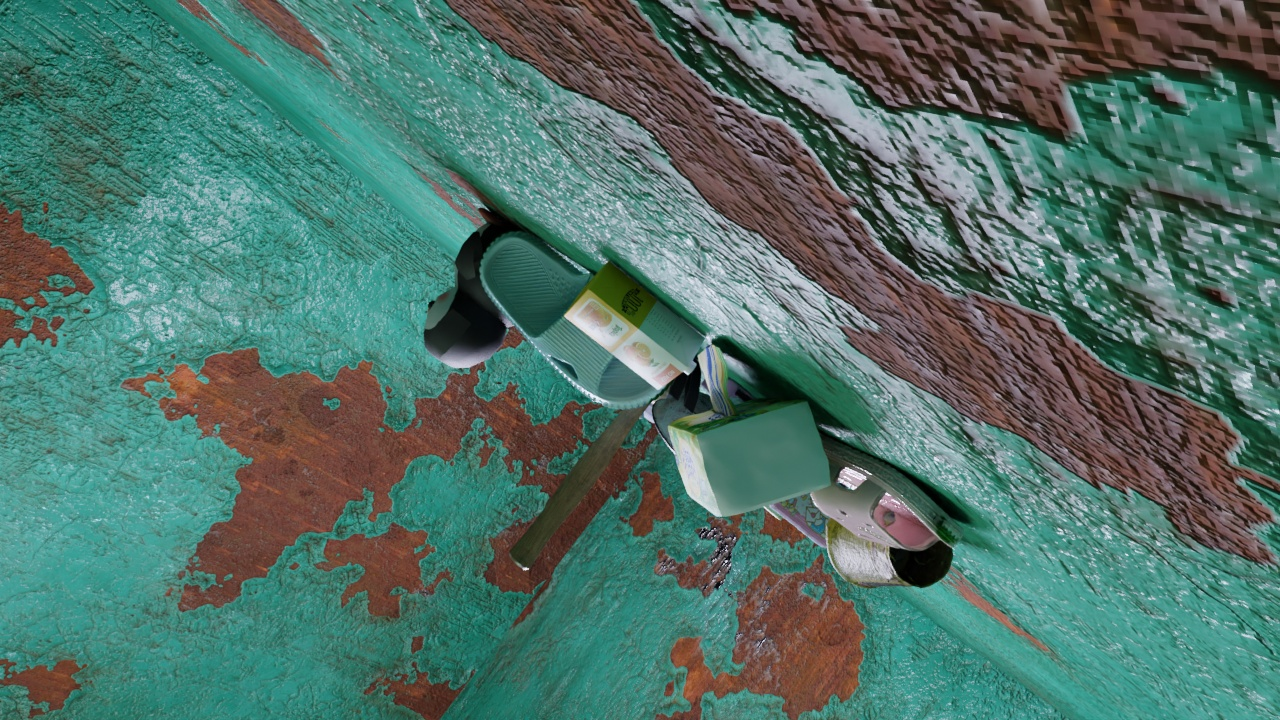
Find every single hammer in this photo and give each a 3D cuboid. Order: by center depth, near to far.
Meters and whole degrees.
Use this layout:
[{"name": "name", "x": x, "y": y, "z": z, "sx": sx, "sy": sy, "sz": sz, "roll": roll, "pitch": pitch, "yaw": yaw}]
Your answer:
[{"name": "hammer", "x": -0.044, "y": 0.109, "z": 1.044, "sx": 0.040, "sy": 0.305, "sz": 0.132, "roll": 40, "pitch": 175, "yaw": -28}]

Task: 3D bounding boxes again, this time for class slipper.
[{"name": "slipper", "x": 0.200, "y": 0.126, "z": 0.847, "sx": 0.094, "sy": 0.064, "sz": 0.239, "roll": 39, "pitch": 177, "yaw": -25}, {"name": "slipper", "x": -0.081, "y": -0.048, "z": 1.010, "sx": 0.276, "sy": 0.116, "sz": 0.069, "roll": 41, "pitch": -169, "yaw": 17}]

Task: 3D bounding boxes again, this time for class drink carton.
[{"name": "drink carton", "x": -0.003, "y": -0.029, "z": 0.859, "sx": 0.122, "sy": 0.040, "sz": 0.059, "roll": 38, "pitch": 145, "yaw": -9}]

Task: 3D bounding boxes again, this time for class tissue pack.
[{"name": "tissue pack", "x": 0.084, "y": 0.053, "z": 0.843, "sx": 0.198, "sy": 0.120, "sz": 0.141, "roll": 163, "pitch": 90, "yaw": -78}]

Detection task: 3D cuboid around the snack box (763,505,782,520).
[{"name": "snack box", "x": 0.183, "y": 0.158, "z": 1.221, "sx": 0.026, "sy": 0.082, "sz": 0.150, "roll": 37, "pitch": 176, "yaw": 33}]

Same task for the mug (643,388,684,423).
[{"name": "mug", "x": 0.004, "y": 0.026, "z": 1.400, "sx": 0.104, "sy": 0.084, "sz": 0.123, "roll": 38, "pitch": -160, "yaw": -33}]

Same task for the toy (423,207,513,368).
[{"name": "toy", "x": -0.187, "y": -0.067, "z": 1.139, "sx": 0.140, "sy": 0.184, "sz": 0.159, "roll": 37, "pitch": 177, "yaw": 27}]

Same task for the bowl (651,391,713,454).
[{"name": "bowl", "x": 0.087, "y": 0.087, "z": 1.077, "sx": 0.157, "sy": 0.039, "sz": 0.157, "roll": 32, "pitch": -158, "yaw": -15}]

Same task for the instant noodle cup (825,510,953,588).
[{"name": "instant noodle cup", "x": 0.251, "y": 0.184, "z": 0.916, "sx": 0.102, "sy": 0.102, "sz": 0.108, "roll": 38, "pitch": 168, "yaw": -7}]

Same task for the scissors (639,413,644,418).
[{"name": "scissors", "x": -0.006, "y": 0.010, "z": 1.155, "sx": 0.113, "sy": 0.013, "sz": 0.140, "roll": 5, "pitch": -107, "yaw": -76}]

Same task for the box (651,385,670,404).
[{"name": "box", "x": 0.031, "y": 0.033, "z": 1.217, "sx": 0.187, "sy": 0.076, "sz": 0.054, "roll": -175, "pitch": 67, "yaw": -86}]

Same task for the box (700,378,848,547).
[{"name": "box", "x": 0.155, "y": 0.106, "z": 1.025, "sx": 0.214, "sy": 0.062, "sz": 0.139, "roll": 39, "pitch": -150, "yaw": -24}]
